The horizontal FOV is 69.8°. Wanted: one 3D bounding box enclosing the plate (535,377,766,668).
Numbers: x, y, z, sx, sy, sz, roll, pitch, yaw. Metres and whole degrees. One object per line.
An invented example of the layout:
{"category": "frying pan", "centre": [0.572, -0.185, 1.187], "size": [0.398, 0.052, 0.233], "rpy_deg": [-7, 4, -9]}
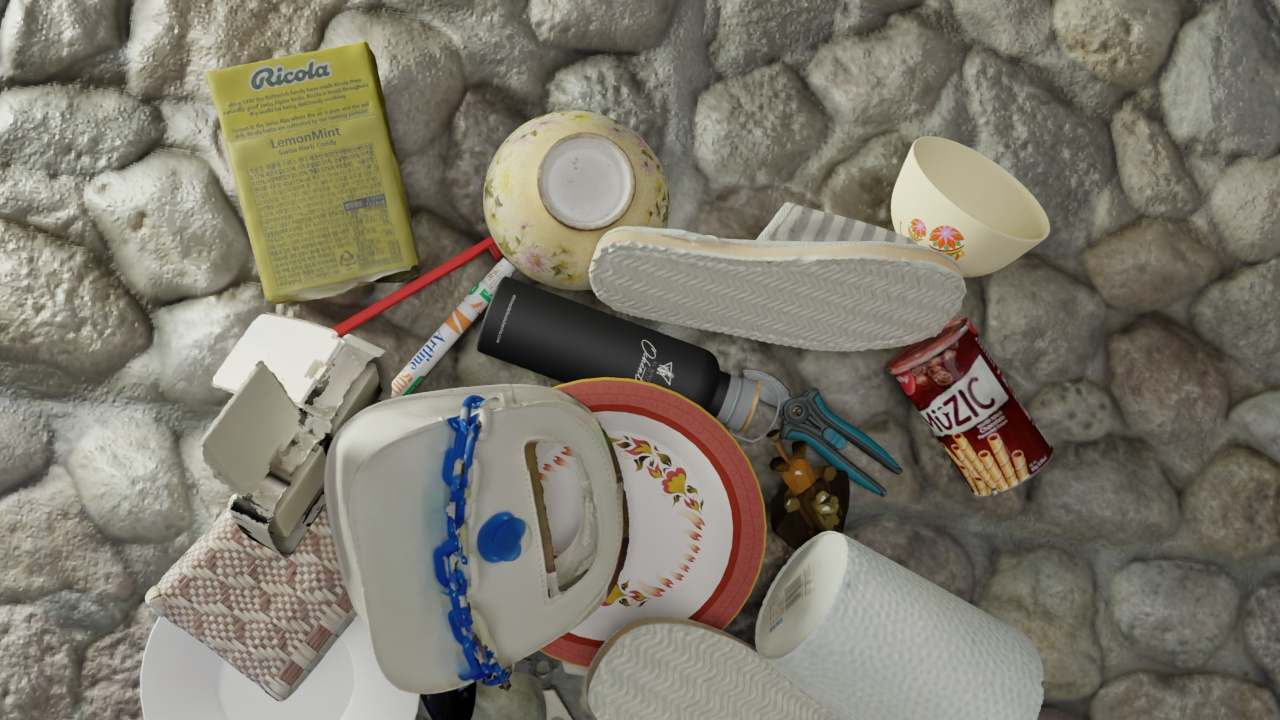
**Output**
{"category": "plate", "centre": [-0.021, 0.124, 0.693], "size": [0.230, 0.021, 0.230], "rpy_deg": [1, 101, 4]}

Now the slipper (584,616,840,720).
{"category": "slipper", "centre": [0.074, 0.270, 0.693], "size": [0.263, 0.052, 0.115], "rpy_deg": [30, 90, -19]}

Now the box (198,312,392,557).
{"category": "box", "centre": [-0.242, 0.026, 0.591], "size": [0.099, 0.184, 0.143], "rpy_deg": [26, 62, 0]}

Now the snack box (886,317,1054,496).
{"category": "snack box", "centre": [0.253, 0.036, 0.705], "size": [0.072, 0.072, 0.121], "rpy_deg": [-34, 92, -3]}

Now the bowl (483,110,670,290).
{"category": "bowl", "centre": [-0.044, -0.126, 0.688], "size": [0.145, 0.063, 0.145], "rpy_deg": [0, 88, -9]}

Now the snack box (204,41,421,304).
{"category": "snack box", "centre": [-0.242, -0.138, 0.695], "size": [0.121, 0.045, 0.181], "rpy_deg": [-14, 93, -5]}

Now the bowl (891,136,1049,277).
{"category": "bowl", "centre": [0.236, -0.104, 0.699], "size": [0.118, 0.117, 0.074], "rpy_deg": [29, 130, -2]}

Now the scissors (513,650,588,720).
{"category": "scissors", "centre": [-0.060, 0.251, 0.716], "size": [0.157, 0.012, 0.171], "rpy_deg": [-14, 89, -3]}

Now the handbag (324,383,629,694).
{"category": "handbag", "centre": [-0.095, 0.113, 0.613], "size": [0.199, 0.093, 0.201], "rpy_deg": [-15, 109, -24]}

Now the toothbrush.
{"category": "toothbrush", "centre": [-0.180, -0.048, 0.712], "size": [0.212, 0.012, 0.018], "rpy_deg": [-31, 91, -3]}

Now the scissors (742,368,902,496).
{"category": "scissors", "centre": [0.139, 0.060, 0.725], "size": [0.136, 0.019, 0.139], "rpy_deg": [-3, 91, -4]}

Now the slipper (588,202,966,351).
{"category": "slipper", "centre": [0.099, -0.062, 0.678], "size": [0.272, 0.115, 0.053], "rpy_deg": [4, 47, 0]}

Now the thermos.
{"category": "thermos", "centre": [-0.004, 0.004, 0.696], "size": [0.231, 0.061, 0.061], "rpy_deg": [20, 88, -3]}

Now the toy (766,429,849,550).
{"category": "toy", "centre": [0.124, 0.097, 0.699], "size": [0.076, 0.063, 0.100], "rpy_deg": [-35, 110, -21]}

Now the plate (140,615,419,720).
{"category": "plate", "centre": [-0.273, 0.244, 0.703], "size": [0.208, 0.015, 0.208], "rpy_deg": [0, 89, -3]}

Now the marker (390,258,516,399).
{"category": "marker", "centre": [-0.149, -0.021, 0.711], "size": [0.017, 0.017, 0.145], "rpy_deg": [41, 88, -2]}

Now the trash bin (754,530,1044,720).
{"category": "trash bin", "centre": [0.178, 0.210, 0.660], "size": [0.161, 0.133, 0.133], "rpy_deg": [34, 88, -8]}

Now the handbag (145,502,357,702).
{"category": "handbag", "centre": [-0.247, 0.137, 0.675], "size": [0.124, 0.047, 0.185], "rpy_deg": [38, 68, -1]}

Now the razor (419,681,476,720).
{"category": "razor", "centre": [-0.145, 0.206, 0.684], "size": [0.064, 0.052, 0.140], "rpy_deg": [-8, 95, 37]}
